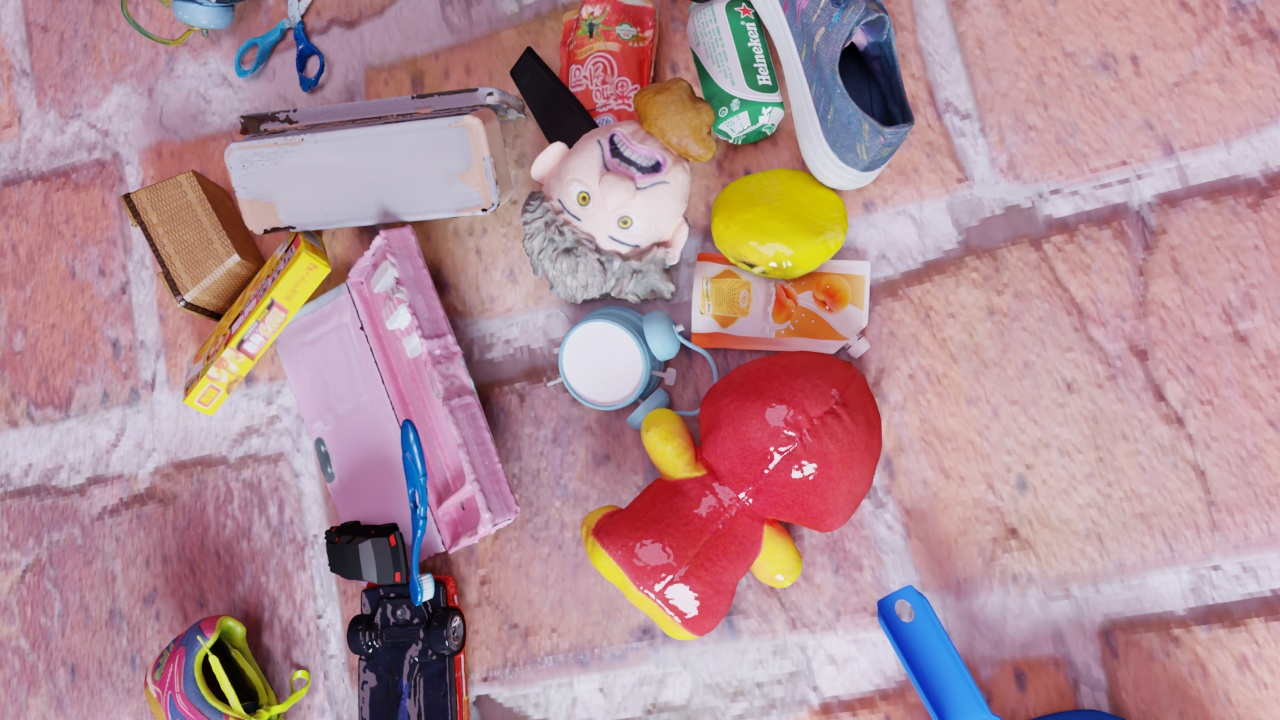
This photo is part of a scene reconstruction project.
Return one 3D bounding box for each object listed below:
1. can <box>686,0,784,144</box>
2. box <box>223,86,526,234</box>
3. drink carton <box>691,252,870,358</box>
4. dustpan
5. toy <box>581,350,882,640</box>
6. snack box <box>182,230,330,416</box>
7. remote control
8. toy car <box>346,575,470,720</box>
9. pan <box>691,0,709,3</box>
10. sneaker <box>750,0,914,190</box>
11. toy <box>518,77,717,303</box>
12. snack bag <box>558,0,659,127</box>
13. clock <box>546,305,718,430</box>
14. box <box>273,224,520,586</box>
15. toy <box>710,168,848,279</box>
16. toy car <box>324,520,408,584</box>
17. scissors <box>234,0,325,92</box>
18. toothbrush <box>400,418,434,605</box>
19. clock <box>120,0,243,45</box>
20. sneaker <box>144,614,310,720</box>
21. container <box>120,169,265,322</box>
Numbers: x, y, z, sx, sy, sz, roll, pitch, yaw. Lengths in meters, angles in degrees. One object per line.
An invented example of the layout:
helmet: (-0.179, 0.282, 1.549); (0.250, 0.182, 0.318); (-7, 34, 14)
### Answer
can: (0.067, -0.207, 0.650); (0.053, 0.053, 0.101); (-16, 82, 12)
box: (-0.199, -0.148, 0.692); (0.216, 0.094, 0.107); (-2, 86, 15)
drink carton: (0.099, -0.039, 0.641); (0.122, 0.039, 0.069); (3, 85, 8)
dustpan: (0.223, 0.260, 0.569); (0.246, 0.059, 0.257); (-30, 77, 10)
toy: (0.067, 0.084, 0.600); (0.147, 0.098, 0.216); (42, 97, -12)
snack box: (-0.302, -0.034, 0.720); (0.152, 0.025, 0.075); (-49, 34, 5)
remote control: (-0.060, -0.181, 0.681); (0.039, 0.010, 0.124); (-44, 71, 31)
toy car: (-0.164, 0.253, 0.666); (0.082, 0.056, 0.189); (-7, 83, 12)
pan: (-0.069, -0.363, 0.691); (0.356, 0.043, 0.249); (42, 95, 18)
sneaker: (0.129, -0.236, 0.610); (0.087, 0.079, 0.235); (-14, 86, -23)
toy: (-0.012, -0.111, 0.627); (0.132, 0.076, 0.176); (33, 113, -2)
snack bag: (-0.024, -0.188, 0.683); (0.087, 0.044, 0.155); (1, 92, 27)
clock: (-0.004, 0.004, 0.652); (0.123, 0.041, 0.087); (14, 106, 16)
box: (-0.185, 0.037, 0.698); (0.180, 0.059, 0.232); (-28, 79, 35)
toy: (0.095, -0.096, 0.630); (0.095, 0.041, 0.094); (20, 60, 17)
toy car: (-0.205, 0.142, 0.671); (0.092, 0.036, 0.042); (-5, 94, 37)
scissors: (-0.282, -0.281, 0.768); (0.110, 0.015, 0.132); (33, 89, 18)
toothbrush: (-0.157, 0.106, 0.644); (0.021, 0.016, 0.132); (0, 94, 39)
clock: (-0.364, -0.334, 0.739); (0.060, 0.118, 0.162); (16, 83, 26)
sneaker: (-0.283, 0.299, 0.661); (0.091, 0.116, 0.241); (-39, 71, 18)
container: (-0.358, -0.097, 0.745); (0.061, 0.063, 0.114); (-33, 78, 2)
